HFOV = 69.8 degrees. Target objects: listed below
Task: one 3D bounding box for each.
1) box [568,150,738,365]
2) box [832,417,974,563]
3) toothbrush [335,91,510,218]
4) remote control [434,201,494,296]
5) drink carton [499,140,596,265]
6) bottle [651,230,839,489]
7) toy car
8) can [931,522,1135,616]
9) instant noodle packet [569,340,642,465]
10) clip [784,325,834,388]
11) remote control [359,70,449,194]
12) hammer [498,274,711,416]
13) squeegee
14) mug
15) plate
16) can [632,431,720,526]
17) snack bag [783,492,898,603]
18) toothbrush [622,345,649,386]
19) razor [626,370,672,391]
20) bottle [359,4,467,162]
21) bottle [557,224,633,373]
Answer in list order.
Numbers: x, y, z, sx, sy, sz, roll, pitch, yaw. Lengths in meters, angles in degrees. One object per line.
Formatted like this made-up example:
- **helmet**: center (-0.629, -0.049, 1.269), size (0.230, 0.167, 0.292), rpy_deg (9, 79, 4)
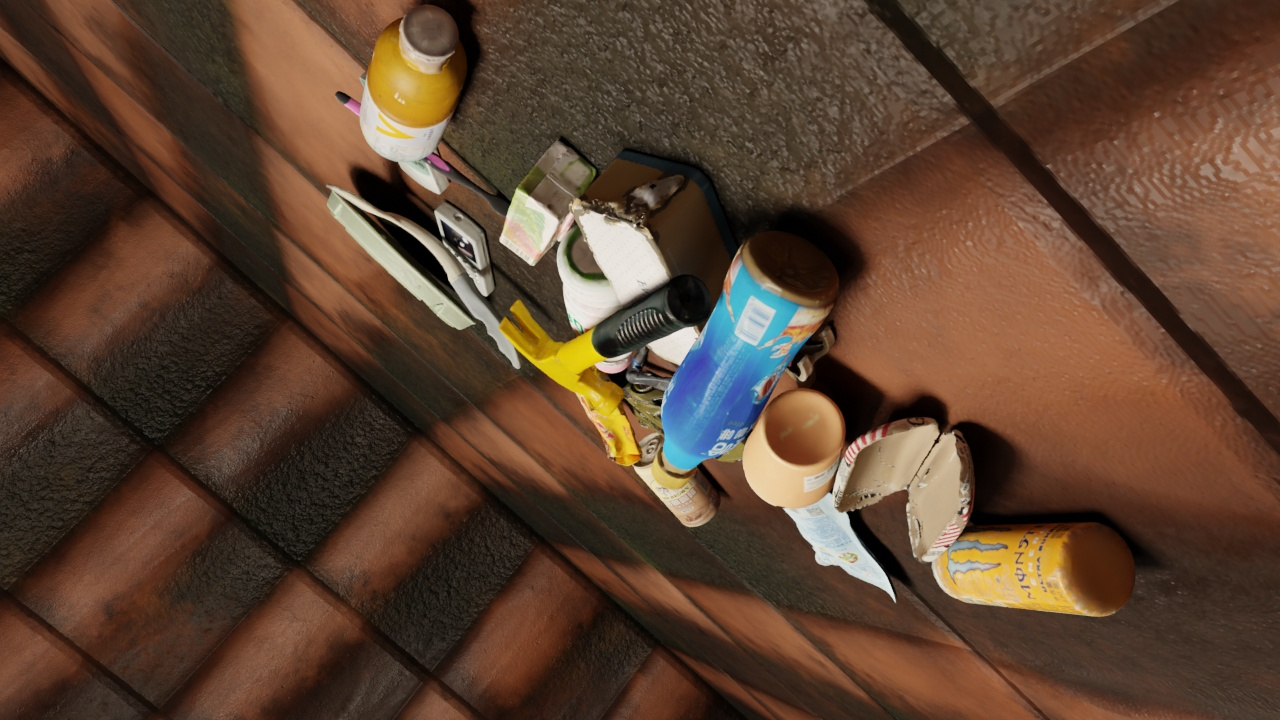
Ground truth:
- **box**: center (0.026, -0.057, 0.647), size (0.090, 0.062, 0.184), rpy_deg (27, 160, 38)
- **box**: center (0.183, 0.093, 0.654), size (0.086, 0.075, 0.162), rpy_deg (2, 156, 8)
- **toothbrush**: center (-0.187, -0.180, 0.816), size (0.189, 0.014, 0.018), rpy_deg (34, 173, -14)
- **remote control**: center (-0.191, -0.118, 1.002), size (0.058, 0.021, 0.150), rpy_deg (37, 163, 9)
- **drink carton**: center (-0.073, -0.118, 0.713), size (0.045, 0.053, 0.123), rpy_deg (38, 162, -6)
- **bottle**: center (0.056, 0.014, 0.607), size (0.065, 0.065, 0.219), rpy_deg (37, 135, 12)
- **toy car**: center (0.044, 0.061, 0.922), size (0.158, 0.042, 0.070), rpy_deg (21, 155, 40)
- **can**: center (0.266, 0.142, 0.634), size (0.058, 0.058, 0.146), rpy_deg (42, 162, -4)
- **instant noodle packet**: center (-0.042, 0.049, 1.016), size (0.110, 0.044, 0.128), rpy_deg (58, 173, 35)
- **clip**: center (0.109, -0.004, 0.655), size (0.072, 0.034, 0.100), rpy_deg (36, 170, 11)
- **remote control**: center (-0.214, -0.207, 0.842), size (0.056, 0.019, 0.135), rpy_deg (35, 161, 16)
- **hammer**: center (-0.024, -0.016, 0.681), size (0.129, 0.032, 0.301), rpy_deg (36, 161, -13)
- **squeegee**: center (-0.205, -0.091, 0.987), size (0.246, 0.039, 0.246), rpy_deg (46, 178, -2)
- **mug**: center (0.117, 0.065, 0.689), size (0.078, 0.078, 0.123), rpy_deg (36, 170, 14)
- **plate**: center (-0.289, -0.117, 1.104), size (0.230, 0.027, 0.230), rpy_deg (45, 177, 3)
- **can**: center (0.042, 0.141, 1.081), size (0.116, 0.058, 0.059), rpy_deg (50, 160, -29)
- **snack bag**: center (0.179, 0.164, 0.896), size (0.110, 0.038, 0.191), rpy_deg (10, 147, 48)
- **toothbrush**: center (-0.005, 0.005, 0.930), size (0.014, 0.016, 0.190), rpy_deg (37, 163, 3)
- **razor**: center (0.039, 0.028, 0.878), size (0.143, 0.022, 0.042), rpy_deg (18, -179, 43)
- **bottle**: center (-0.168, -0.203, 0.679), size (0.068, 0.068, 0.190), rpy_deg (44, 162, -11)
- **bottle**: center (-0.028, -0.043, 0.775), size (0.068, 0.068, 0.197), rpy_deg (36, 162, 15)
